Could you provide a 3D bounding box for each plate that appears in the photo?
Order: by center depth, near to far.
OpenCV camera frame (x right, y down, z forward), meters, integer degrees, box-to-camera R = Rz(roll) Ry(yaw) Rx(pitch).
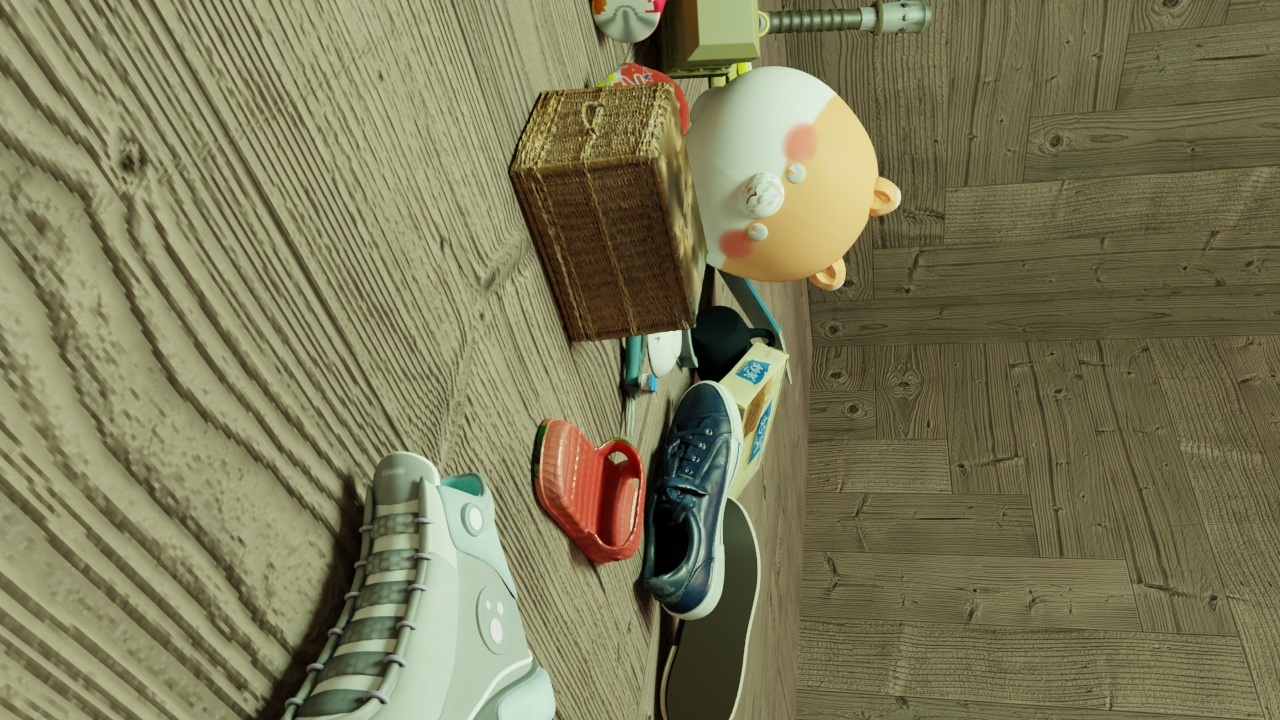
[{"bbox_3d":[0.032,-0.031,1.119,0.104,0.026,0.104,-1,89,-75],"label":"plate"}]

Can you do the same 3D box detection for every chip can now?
[{"bbox_3d":[0.004,-0.412,0.957,0.220,0.069,0.069,-76,159,-44],"label":"chip can"}]

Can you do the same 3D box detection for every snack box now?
[{"bbox_3d":[0.135,0.098,1.266,0.152,0.055,0.208,-43,149,-48],"label":"snack box"}]

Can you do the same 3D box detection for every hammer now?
[{"bbox_3d":[0.192,-0.408,1.104,0.190,0.324,0.101,-138,-137,-76],"label":"hammer"}]

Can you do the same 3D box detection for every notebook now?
[{"bbox_3d":[0.160,-0.098,1.403,0.253,0.009,0.181,62,0,29],"label":"notebook"}]

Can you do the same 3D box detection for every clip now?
[{"bbox_3d":[0.060,-0.048,1.223,0.168,0.031,0.164,-34,120,-72],"label":"clip"}]

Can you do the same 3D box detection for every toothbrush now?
[{"bbox_3d":[0.011,0.026,1.017,0.166,0.014,0.016,55,41,-86],"label":"toothbrush"}]

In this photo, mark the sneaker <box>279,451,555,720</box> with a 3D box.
[{"bbox_3d":[-0.122,0.124,0.411,0.256,0.093,0.160,12,69,-74],"label":"sneaker"}]

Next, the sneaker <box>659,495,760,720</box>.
[{"bbox_3d":[0.081,0.313,1.140,0.116,0.111,0.293,112,-17,-76],"label":"sneaker"}]

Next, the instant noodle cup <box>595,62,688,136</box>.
[{"bbox_3d":[0.001,-0.211,0.896,0.112,0.100,0.100,66,25,-76],"label":"instant noodle cup"}]

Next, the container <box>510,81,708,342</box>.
[{"bbox_3d":[-0.018,-0.121,0.762,0.199,0.113,0.113,72,22,-44],"label":"container"}]

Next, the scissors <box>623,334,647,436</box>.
[{"bbox_3d":[-0.007,0.000,0.979,0.118,0.019,0.151,-66,156,-65],"label":"scissors"}]

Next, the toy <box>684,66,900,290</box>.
[{"bbox_3d":[0.170,-0.223,1.157,0.263,0.281,0.265,-58,173,23],"label":"toy"}]

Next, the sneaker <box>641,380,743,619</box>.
[{"bbox_3d":[0.048,0.138,1.060,0.127,0.121,0.293,41,47,-40],"label":"sneaker"}]

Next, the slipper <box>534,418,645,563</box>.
[{"bbox_3d":[-0.027,0.120,0.814,0.249,0.059,0.103,55,36,-63],"label":"slipper"}]

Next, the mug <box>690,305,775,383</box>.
[{"bbox_3d":[0.132,-0.023,1.309,0.094,0.122,0.085,70,19,-47],"label":"mug"}]

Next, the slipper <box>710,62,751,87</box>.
[{"bbox_3d":[0.164,-0.450,1.564,0.091,0.082,0.191,-70,157,-48],"label":"slipper"}]
